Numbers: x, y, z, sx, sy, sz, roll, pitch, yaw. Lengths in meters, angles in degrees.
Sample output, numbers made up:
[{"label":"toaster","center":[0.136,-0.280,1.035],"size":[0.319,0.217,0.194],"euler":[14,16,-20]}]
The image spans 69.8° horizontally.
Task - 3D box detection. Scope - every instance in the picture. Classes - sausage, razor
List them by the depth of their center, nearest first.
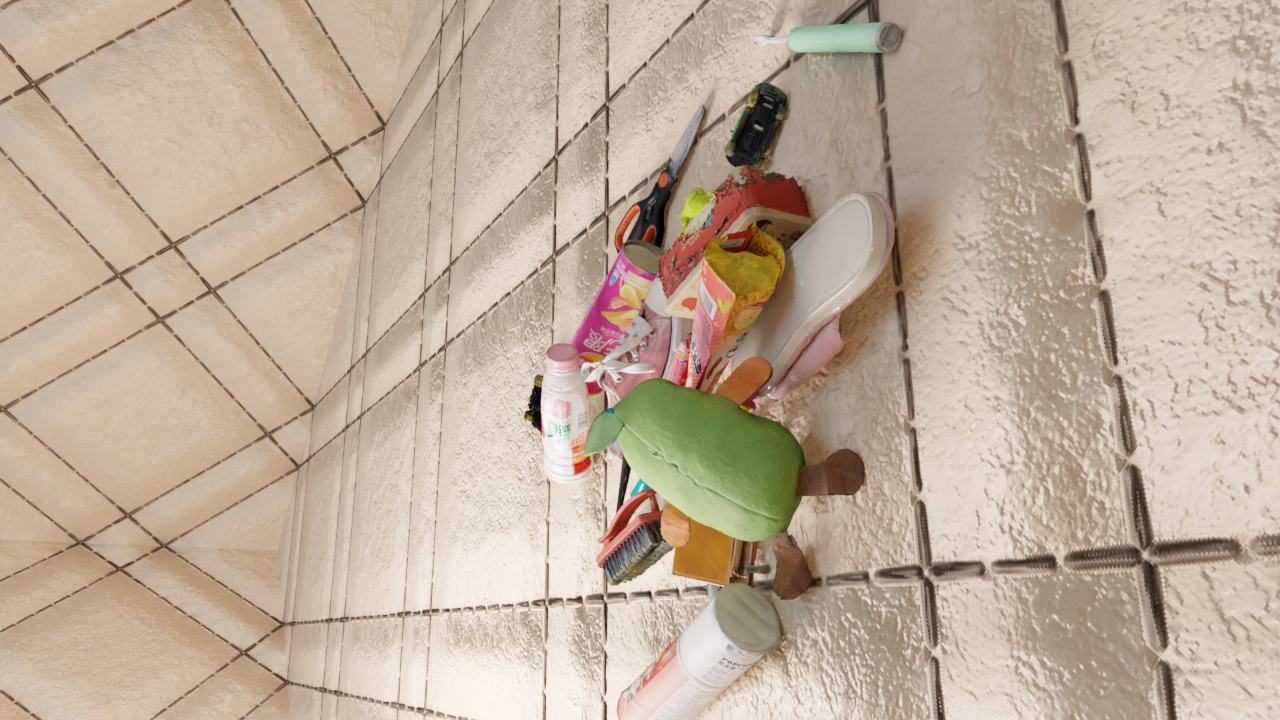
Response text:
[{"label":"sausage","center":[0.038,0.037,1.040],"size":[0.020,0.020,0.156],"euler":[-124,42,-52]},{"label":"razor","center":[0.019,0.116,1.057],"size":[0.043,0.028,0.133],"euler":[58,136,36]}]

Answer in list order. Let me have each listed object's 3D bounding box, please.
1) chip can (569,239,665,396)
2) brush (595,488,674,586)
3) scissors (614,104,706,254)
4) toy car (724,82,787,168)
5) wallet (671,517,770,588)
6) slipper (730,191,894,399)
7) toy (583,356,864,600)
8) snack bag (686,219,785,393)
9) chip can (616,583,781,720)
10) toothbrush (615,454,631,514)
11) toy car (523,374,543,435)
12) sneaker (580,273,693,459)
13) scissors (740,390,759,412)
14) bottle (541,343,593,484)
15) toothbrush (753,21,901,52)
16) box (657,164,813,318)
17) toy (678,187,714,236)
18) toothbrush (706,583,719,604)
[{"label":"chip can","center":[-0.035,-0.051,1.159],"size":[0.211,0.071,0.071],"euler":[-58,36,35]},{"label":"brush","center":[-0.008,0.202,1.048],"size":[0.146,0.063,0.069],"euler":[-51,52,45]},{"label":"scissors","center":[0.037,-0.202,1.132],"size":[0.236,0.021,0.136],"euler":[-43,54,42]},{"label":"toy car","center":[0.120,-0.244,0.962],"size":[0.036,0.043,0.091],"euler":[-127,59,-73]},{"label":"wallet","center":[0.081,0.158,0.915],"size":[0.119,0.035,0.130],"euler":[-1,76,48]},{"label":"slipper","center":[0.155,-0.050,0.829],"size":[0.275,0.054,0.114],"euler":[123,148,-53]},{"label":"toy","center":[0.073,0.095,0.841],"size":[0.247,0.089,0.227],"euler":[31,116,18]},{"label":"snack bag","center":[0.072,-0.030,0.885],"size":[0.208,0.073,0.128],"euler":[108,178,-52]},{"label":"chip can","center":[0.052,0.305,0.901],"size":[0.215,0.071,0.071],"euler":[-57,37,38]},{"label":"toothbrush","center":[-0.021,0.162,1.097],"size":[0.018,0.015,0.181],"euler":[44,133,50]},{"label":"toy car","center":[-0.128,0.076,1.321],"size":[0.158,0.042,0.070],"euler":[46,122,57]},{"label":"sneaker","center":[-0.006,0.006,1.073],"size":[0.118,0.087,0.241],"euler":[45,122,56]},{"label":"scissors","center":[0.105,0.064,0.898],"size":[0.125,0.017,0.134],"euler":[44,154,19]},{"label":"bottle","center":[-0.096,0.068,1.169],"size":[0.068,0.068,0.197],"euler":[-120,23,-49]},{"label":"toothbrush","center":[0.173,-0.317,0.904],"size":[0.224,0.027,0.026],"euler":[33,140,59]},{"label":"box","center":[0.089,-0.120,0.934],"size":[0.169,0.091,0.079],"euler":[-49,45,44]},{"label":"toy","center":[0.066,-0.146,1.045],"size":[0.097,0.031,0.100],"euler":[29,103,60]},{"label":"toothbrush","center":[0.071,0.177,0.958],"size":[0.016,0.018,0.191],"euler":[-33,53,54]}]
